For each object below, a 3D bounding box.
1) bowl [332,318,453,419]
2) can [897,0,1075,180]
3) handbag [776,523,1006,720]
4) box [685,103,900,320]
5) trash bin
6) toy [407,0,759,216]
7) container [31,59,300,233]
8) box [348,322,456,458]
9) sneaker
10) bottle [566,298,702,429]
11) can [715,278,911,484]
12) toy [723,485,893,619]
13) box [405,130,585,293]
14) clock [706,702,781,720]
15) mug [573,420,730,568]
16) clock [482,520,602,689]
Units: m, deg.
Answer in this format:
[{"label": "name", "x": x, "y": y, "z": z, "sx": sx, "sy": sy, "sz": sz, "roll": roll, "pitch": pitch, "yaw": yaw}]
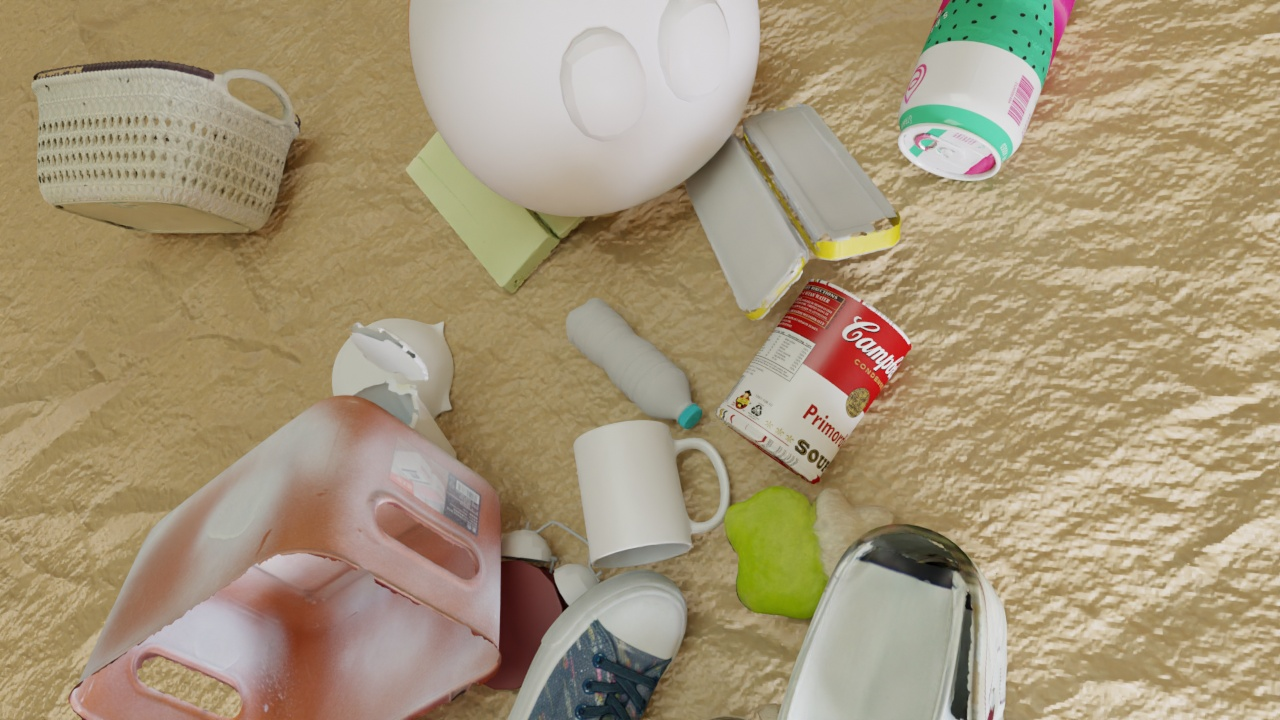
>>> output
[{"label": "bowl", "x": -0.227, "y": 0.011, "z": 0.809, "sx": 0.115, "sy": 0.050, "sz": 0.114, "roll": -7, "pitch": 70, "yaw": 20}, {"label": "can", "x": 0.251, "y": -0.222, "z": 0.665, "sx": 0.088, "sy": 0.088, "sz": 0.165, "roll": 19, "pitch": 81, "yaw": 27}, {"label": "handbag", "x": 0.154, "y": 0.173, "z": 0.514, "sx": 0.096, "sy": 0.198, "sz": 0.142, "roll": 18, "pitch": 82, "yaw": 29}, {"label": "box", "x": 0.102, "y": -0.121, "z": 0.682, "sx": 0.128, "sy": 0.045, "sz": 0.209, "roll": -31, "pitch": 38, "yaw": 12}, {"label": "trash bin", "x": -0.239, "y": 0.165, "z": 0.657, "sx": 0.260, "sy": 0.181, "sz": 0.157, "roll": -34, "pitch": 35, "yaw": 21}, {"label": "toy", "x": -0.052, "y": -0.256, "z": 0.708, "sx": 0.262, "sy": 0.266, "sz": 0.280, "roll": -28, "pitch": 41, "yaw": -14}, {"label": "container", "x": -0.479, "y": -0.211, "z": 0.922, "sx": 0.252, "sy": 0.184, "sz": 0.143, "roll": 3, "pitch": 83, "yaw": 23}, {"label": "box", "x": -0.202, "y": 0.050, "z": 0.727, "sx": 0.084, "sy": 0.166, "sz": 0.094, "roll": 25, "pitch": 64, "yaw": 27}, {"label": "sneaker", "x": -0.043, "y": 0.252, "z": 0.619, "sx": 0.235, "sy": 0.087, "sz": 0.079, "roll": -58, "pitch": 22, "yaw": 0}, {"label": "bottle", "x": -0.004, "y": 0.004, "z": 0.722, "sx": 0.044, "sy": 0.044, "sz": 0.136, "roll": -48, "pitch": 62, "yaw": 1}, {"label": "can", "x": 0.120, "y": 0.015, "z": 0.642, "sx": 0.087, "sy": 0.086, "sz": 0.116, "roll": 34, "pitch": 87, "yaw": 28}, {"label": "toy", "x": 0.118, "y": 0.128, "z": 0.629, "sx": 0.118, "sy": 0.043, "sz": 0.092, "roll": -15, "pitch": 72, "yaw": 16}, {"label": "box", "x": -0.123, "y": -0.167, "z": 0.841, "sx": 0.138, "sy": 0.030, "sz": 0.187, "roll": -43, "pitch": 62, "yaw": 6}, {"label": "clock", "x": 0.078, "y": 0.267, "z": 0.592, "sx": 0.141, "sy": 0.054, "sz": 0.093, "roll": -53, "pitch": 46, "yaw": -1}, {"label": "mug", "x": 0.012, "y": 0.097, "z": 0.676, "sx": 0.110, "sy": 0.074, "sz": 0.090, "roll": -8, "pitch": 68, "yaw": -7}, {"label": "clock", "x": -0.084, "y": 0.189, "z": 0.691, "sx": 0.096, "sy": 0.048, "sz": 0.137, "roll": 27, "pitch": 85, "yaw": 28}]
